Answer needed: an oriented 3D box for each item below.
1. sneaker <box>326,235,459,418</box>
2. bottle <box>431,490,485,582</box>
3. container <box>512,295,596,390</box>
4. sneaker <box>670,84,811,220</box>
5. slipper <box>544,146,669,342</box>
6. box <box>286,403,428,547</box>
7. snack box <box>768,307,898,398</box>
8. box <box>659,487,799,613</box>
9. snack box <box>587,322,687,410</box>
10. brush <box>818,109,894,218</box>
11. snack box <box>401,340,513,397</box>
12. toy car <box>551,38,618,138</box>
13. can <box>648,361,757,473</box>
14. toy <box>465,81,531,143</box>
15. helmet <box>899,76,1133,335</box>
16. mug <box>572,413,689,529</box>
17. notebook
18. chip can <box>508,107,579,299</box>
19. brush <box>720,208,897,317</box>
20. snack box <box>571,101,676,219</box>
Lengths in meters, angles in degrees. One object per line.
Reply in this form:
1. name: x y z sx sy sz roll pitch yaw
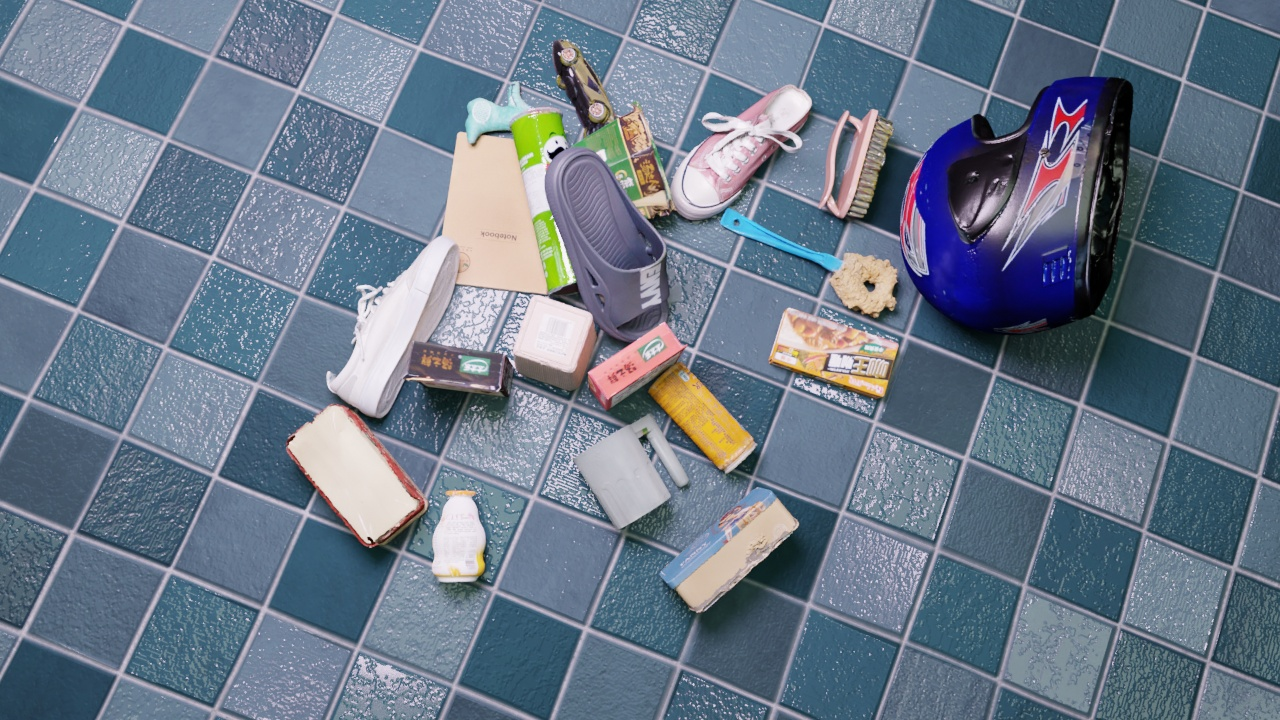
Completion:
1. sneaker: -0.311 -0.054 1.145 0.091 0.089 0.242 26 86 6
2. bottle: -0.219 0.213 1.111 0.063 0.063 0.108 1 81 -3
3. container: -0.107 -0.023 1.133 0.090 0.111 0.089 19 80 0
4. sneaker: 0.135 -0.283 1.202 0.240 0.088 0.118 -42 85 -10
5. slipper: -0.026 -0.129 1.104 0.110 0.083 0.268 -40 123 -24
6. box: -0.342 0.137 1.109 0.091 0.080 0.168 -40 85 -8
7. snack box: 0.250 -0.009 1.193 0.154 0.026 0.075 18 80 0
8. box: 0.102 0.233 1.113 0.184 0.090 0.059 -38 91 -10
9. snack box: -0.007 0.007 1.125 0.113 0.127 0.044 -34 84 -9
10. brush: 0.281 -0.258 1.219 0.073 0.063 0.145 18 82 -4
11. snack box: -0.218 0.014 1.113 0.113 0.126 0.053 8 80 -2
12. toy car: -0.074 -0.354 1.212 0.042 0.070 0.158 -26 84 -15
13. can: 0.078 0.071 1.154 0.058 0.058 0.146 -42 85 -9
14. toy: -0.187 -0.330 1.224 0.092 0.030 0.096 1 73 -8
15. helmet: 0.448 -0.190 1.124 0.241 0.247 0.315 10 81 33
16. mug: -0.007 0.135 1.135 0.123 0.084 0.103 -27 83 -32
17. notebook: -0.182 -0.195 1.211 0.148 0.008 0.207 7 80 -2
18. chip can: -0.110 -0.200 1.175 0.072 0.072 0.236 -12 83 -5
19. brush: 0.224 -0.136 1.211 0.255 0.046 0.083 26 84 5
20. snack box: -0.026 -0.239 1.163 0.105 0.118 0.118 -19 44 3
